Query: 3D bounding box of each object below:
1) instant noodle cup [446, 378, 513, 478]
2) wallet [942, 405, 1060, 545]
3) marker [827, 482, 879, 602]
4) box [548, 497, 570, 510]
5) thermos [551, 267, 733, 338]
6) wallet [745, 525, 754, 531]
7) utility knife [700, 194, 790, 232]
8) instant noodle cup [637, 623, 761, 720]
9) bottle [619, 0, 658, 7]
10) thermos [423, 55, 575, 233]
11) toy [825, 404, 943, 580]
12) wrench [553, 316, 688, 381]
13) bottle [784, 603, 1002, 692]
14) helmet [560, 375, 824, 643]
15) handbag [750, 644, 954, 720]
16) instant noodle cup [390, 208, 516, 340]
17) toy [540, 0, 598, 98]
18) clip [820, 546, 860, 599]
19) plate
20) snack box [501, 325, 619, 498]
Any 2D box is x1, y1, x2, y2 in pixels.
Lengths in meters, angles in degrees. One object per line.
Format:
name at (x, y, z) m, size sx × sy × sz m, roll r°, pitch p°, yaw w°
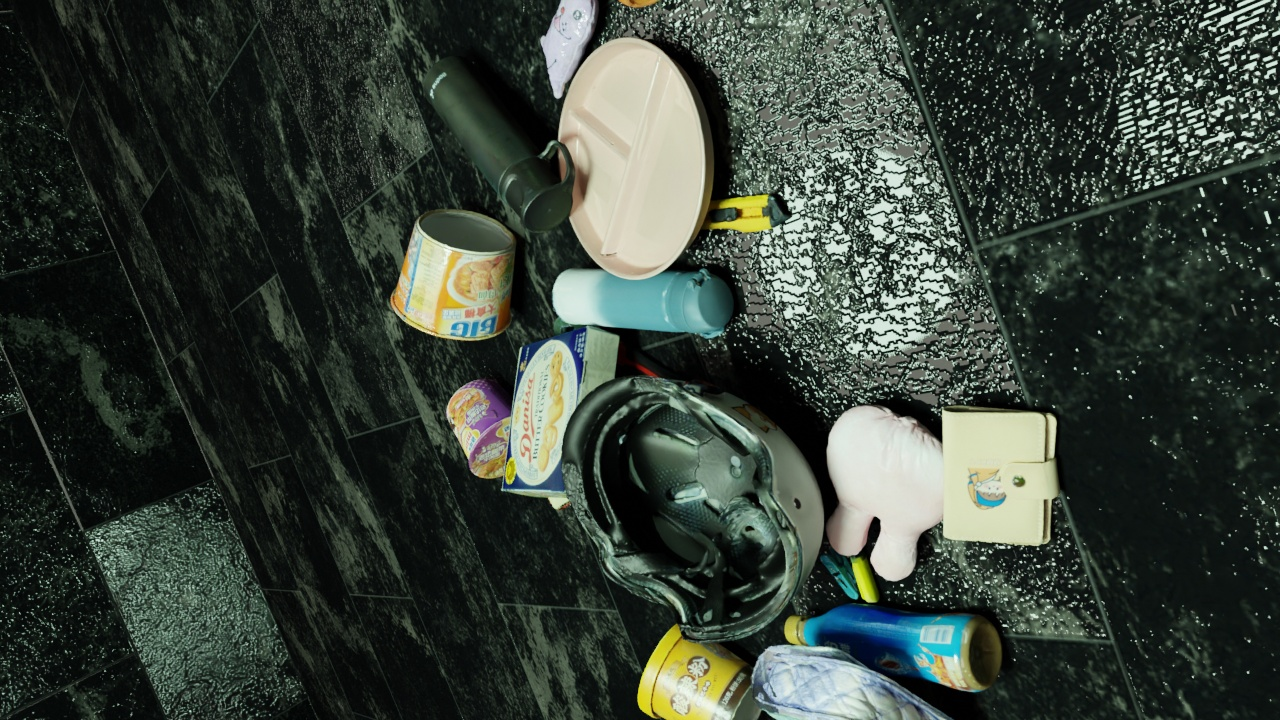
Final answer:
instant noodle cup at (-0.203, 0.085, 1.231) m, size 0.099 × 0.111 × 0.112 m, roll 46°, pitch 138°, yaw 32°
wallet at (0.285, 0.093, 0.727) m, size 0.087 × 0.024 × 0.115 m, roll 0°, pitch 108°, yaw 21°
marker at (0.203, 0.175, 0.884) m, size 0.015 × 0.018 × 0.124 m, roll -16°, pitch 96°, yaw 46°
box at (-0.073, 0.121, 1.121) m, size 0.091 × 0.075 × 0.169 m, roll 60°, pitch 141°, yaw 9°
thermos at (-0.001, -0.062, 0.955) m, size 0.221 × 0.070 × 0.070 m, roll 8°, pitch 115°, yaw 46°
wallet at (0.096, 0.212, 1.016) m, size 0.108 × 0.031 × 0.132 m, roll 44°, pitch 138°, yaw 27°
utility knife at (0.067, -0.136, 0.878) m, size 0.181 × 0.015 × 0.033 m, roll 4°, pitch 109°, yaw 47°
instant noodle cup at (0.076, 0.380, 1.063) m, size 0.114 × 0.118 × 0.119 m, roll 23°, pitch 125°, yaw 31°
bottle at (-0.017, -0.391, 0.811) m, size 0.067 × 0.066 × 0.149 m, roll -29°, pitch 80°, yaw 51°
thermos at (-0.149, -0.246, 1.004) m, size 0.090 × 0.068 × 0.242 m, roll -46°, pitch 60°, yaw 15°
toy at (0.214, 0.116, 0.811) m, size 0.121 × 0.054 × 0.160 m, roll 28°, pitch 124°, yaw 32°
wrench at (-0.006, 0.006, 1.034) m, size 0.274 × 0.016 × 0.056 m, roll 28°, pitch 132°, yaw 37°
bottle at (0.227, 0.265, 0.867) m, size 0.219 × 0.065 × 0.065 m, roll -13°, pitch 99°, yaw 50°
helmet at (0.067, 0.127, 0.900) m, size 0.274 × 0.156 × 0.230 m, roll 37°, pitch 119°, yaw 31°
handbag at (0.211, 0.330, 0.844) m, size 0.194 × 0.075 × 0.134 m, roll 38°, pitch 151°, yaw -25°
instant noodle cup at (-0.222, -0.111, 1.122) m, size 0.151 × 0.151 × 0.112 m, roll 37°, pitch 125°, yaw 30°
toy at (-0.071, -0.330, 0.917) m, size 0.108 × 0.038 × 0.083 m, roll -54°, pitch 46°, yaw 49°
clip at (0.200, 0.209, 0.904) m, size 0.057 × 0.047 × 0.014 m, roll 55°, pitch 138°, yaw 4°
plate at (-0.007, -0.194, 0.898) m, size 0.230 × 0.028 × 0.230 m, roll 18°, pitch 113°, yaw 49°
snack box at (-0.094, 0.064, 1.045) m, size 0.183 × 0.045 × 0.177 m, roll -13°, pitch 68°, yaw 58°
